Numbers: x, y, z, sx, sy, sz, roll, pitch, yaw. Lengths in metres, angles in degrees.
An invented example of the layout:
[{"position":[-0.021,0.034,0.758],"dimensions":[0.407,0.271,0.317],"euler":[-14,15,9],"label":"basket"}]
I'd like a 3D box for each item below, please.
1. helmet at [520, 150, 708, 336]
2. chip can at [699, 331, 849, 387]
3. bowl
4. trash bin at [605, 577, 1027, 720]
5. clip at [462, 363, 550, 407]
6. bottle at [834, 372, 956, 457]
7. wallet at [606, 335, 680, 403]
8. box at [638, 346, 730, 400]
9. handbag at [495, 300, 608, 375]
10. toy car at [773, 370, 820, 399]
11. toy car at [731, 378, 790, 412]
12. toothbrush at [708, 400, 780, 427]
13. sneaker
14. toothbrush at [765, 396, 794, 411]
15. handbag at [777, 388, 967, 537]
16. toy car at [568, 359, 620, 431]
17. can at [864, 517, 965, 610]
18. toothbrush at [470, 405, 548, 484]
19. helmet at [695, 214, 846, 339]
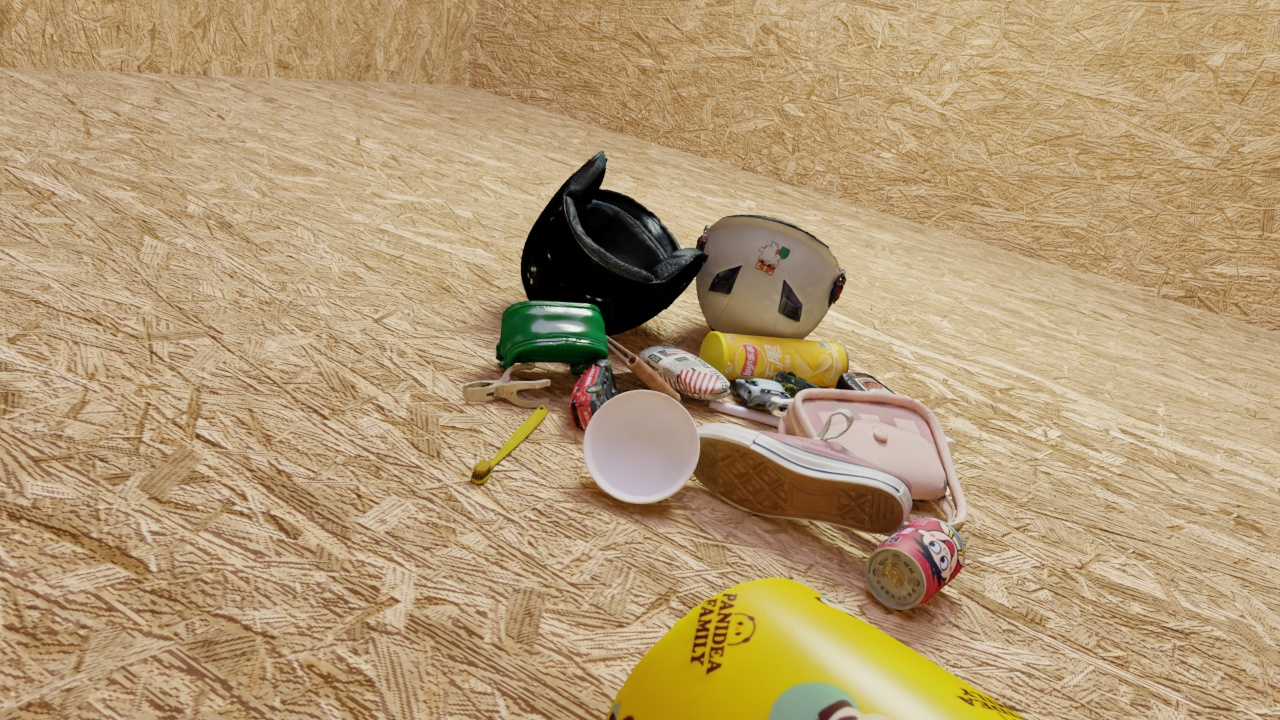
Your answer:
[{"position":[-0.048,-0.155,1.355],"dimensions":[0.233,0.231,0.274],"euler":[47,22,3],"label":"helmet"},{"position":[0.193,0.000,1.320],"dimensions":[0.213,0.072,0.072],"euler":[3,24,-25],"label":"chip can"},{"position":[0.002,0.096,0.958],"dimensions":[0.118,0.118,0.065],"euler":[17,-17,9],"label":"bowl"},{"position":[0.120,0.254,0.460],"dimensions":[0.229,0.230,0.255],"euler":[-3,21,-35],"label":"trash bin"},{"position":[-0.159,0.028,1.099],"dimensions":[0.102,0.035,0.095],"euler":[3,27,-4],"label":"clip"},{"position":[0.351,0.077,1.260],"dimensions":[0.079,0.044,0.195],"euler":[3,24,-31],"label":"bottle"},{"position":[-0.007,0.007,1.185],"dimensions":[0.101,0.020,0.115],"euler":[44,-4,-39],"label":"wallet"},{"position":[0.057,0.019,1.238],"dimensions":[0.068,0.052,0.164],"euler":[9,16,-35],"label":"box"},{"position":[-0.111,-0.020,1.150],"dimensions":[0.131,0.120,0.068],"euler":[0,64,-21],"label":"handbag"},{"position":[0.230,0.051,1.270],"dimensions":[0.105,0.032,0.048],"euler":[25,27,-2],"label":"toy car"},{"position":[0.161,0.042,1.221],"dimensions":[0.054,0.037,0.120],"euler":[10,5,-12],"label":"toy car"},{"position":[0.181,0.077,1.191],"dimensions":[0.189,0.029,0.021],"euler":[13,59,3],"label":"toothbrush"},{"position":[0.167,0.111,0.965],"dimensions":[0.241,0.118,0.087],"euler":[12,32,21],"label":"sneaker"},{"position":[0.226,0.054,1.182],"dimensions":[0.220,0.026,0.026],"euler":[3,40,-50],"label":"toothbrush"},{"position":[0.276,0.130,1.049],"dimensions":[0.193,0.093,0.234],"euler":[6,29,-16],"label":"handbag"},{"position":[-0.055,0.041,1.097],"dimensions":[0.045,0.053,0.120],"euler":[-8,22,14],"label":"toy car"},{"position":[0.263,0.195,0.879],"dimensions":[0.066,0.067,0.093],"euler":[28,26,33],"label":"can"},{"position":[-0.137,0.085,0.987],"dimensions":[0.016,0.017,0.189],"euler":[18,22,9],"label":"toothbrush"},{"position":[0.179,-0.097,1.387],"dimensions":[0.230,0.156,0.274],"euler":[19,-10,6],"label":"helmet"}]
